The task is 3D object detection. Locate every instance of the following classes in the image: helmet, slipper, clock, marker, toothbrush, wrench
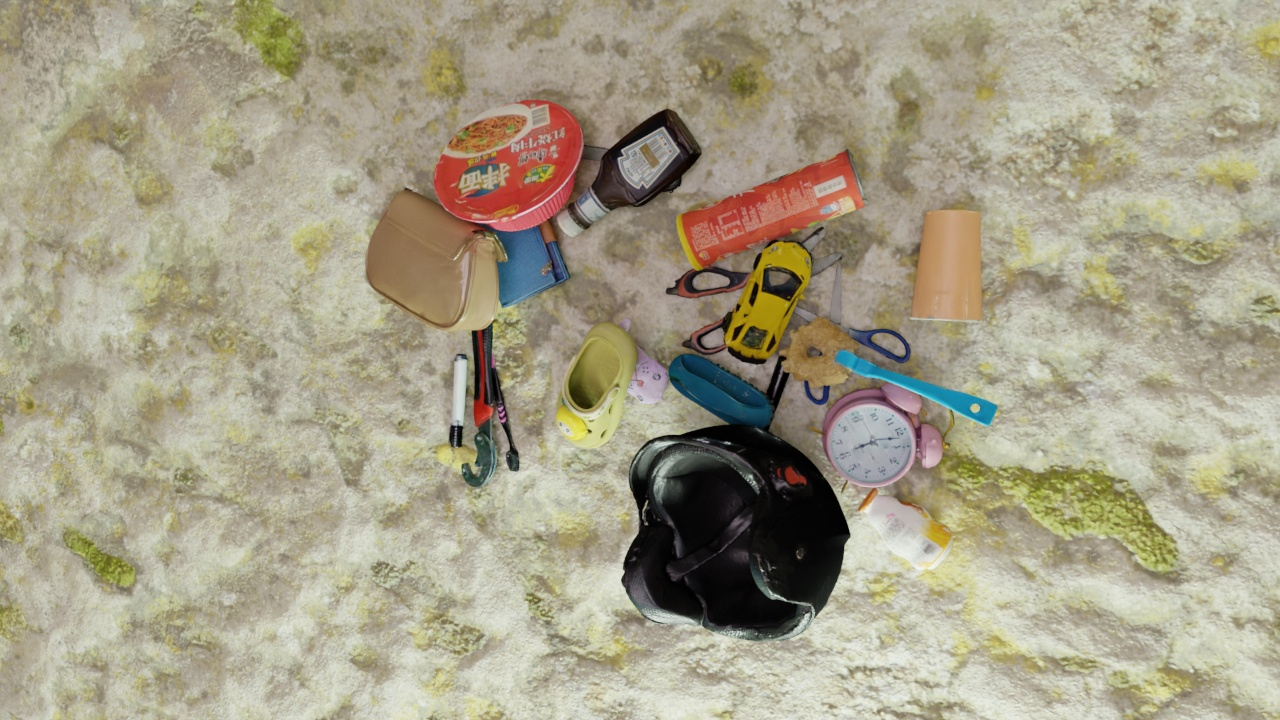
[{"bbox_3d":[0.112,0.187,1.056,0.234,0.229,0.274,-25,94,43],"label":"helmet"},{"bbox_3d":[-0.068,0.037,1.144,0.091,0.081,0.191,39,128,20],"label":"slipper"},{"bbox_3d":[0.288,0.086,1.078,0.159,0.059,0.117,-27,90,16],"label":"clock"},{"bbox_3d":[-0.250,0.055,1.255,0.023,0.018,0.131,9,101,24],"label":"marker"},{"bbox_3d":[0.158,0.057,1.133,0.022,0.020,0.132,13,104,-22],"label":"marker"},{"bbox_3d":[-0.190,0.060,1.238,0.014,0.017,0.189,-11,93,24],"label":"toothbrush"},{"bbox_3d":[-0.215,0.040,1.236,0.056,0.016,0.273,9,102,30],"label":"wrench"}]

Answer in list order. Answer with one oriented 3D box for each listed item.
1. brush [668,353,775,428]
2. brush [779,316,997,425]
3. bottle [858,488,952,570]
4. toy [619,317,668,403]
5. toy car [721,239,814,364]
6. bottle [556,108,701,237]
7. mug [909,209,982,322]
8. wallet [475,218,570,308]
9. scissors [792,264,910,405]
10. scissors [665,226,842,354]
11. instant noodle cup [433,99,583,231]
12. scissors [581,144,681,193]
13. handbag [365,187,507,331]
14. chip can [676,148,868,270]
[{"bbox_3d":[0.093,0.038,1.113,0.144,0.073,0.055,32,104,22],"label":"brush"},{"bbox_3d":[0.273,0.017,1.036,0.255,0.046,0.083,22,85,32],"label":"brush"},{"bbox_3d":[0.312,0.197,1.085,0.108,0.063,0.063,36,106,8],"label":"bottle"},{"bbox_3d":[-0.007,0.007,1.163,0.108,0.038,0.084,48,122,6],"label":"toy"},{"bbox_3d":[0.150,-0.070,1.084,0.071,0.041,0.156,20,113,-10],"label":"toy car"},{"bbox_3d":[-0.020,-0.221,1.121,0.195,0.044,0.080,-35,85,21],"label":"bottle"},{"bbox_3d":[0.347,-0.105,1.029,0.078,0.078,0.123,4,94,16],"label":"mug"},{"bbox_3d":[-0.158,-0.147,1.187,0.107,0.040,0.133,-23,87,23],"label":"wallet"},{"bbox_3d":[0.241,-0.028,1.100,0.162,0.012,0.173,7,98,19],"label":"scissors"},{"bbox_3d":[0.131,-0.091,1.121,0.216,0.015,0.196,18,103,14],"label":"scissors"},{"bbox_3d":[-0.152,-0.230,1.128,0.194,0.066,0.193,-9,59,14],"label":"instant noodle cup"},{"bbox_3d":[-0.025,-0.264,1.147,0.174,0.014,0.137,46,109,9],"label":"scissors"},{"bbox_3d":[-0.259,-0.125,1.182,0.204,0.099,0.148,30,112,29],"label":"handbag"},{"bbox_3d":[0.152,-0.175,1.074,0.217,0.073,0.073,-20,92,18],"label":"chip can"}]
